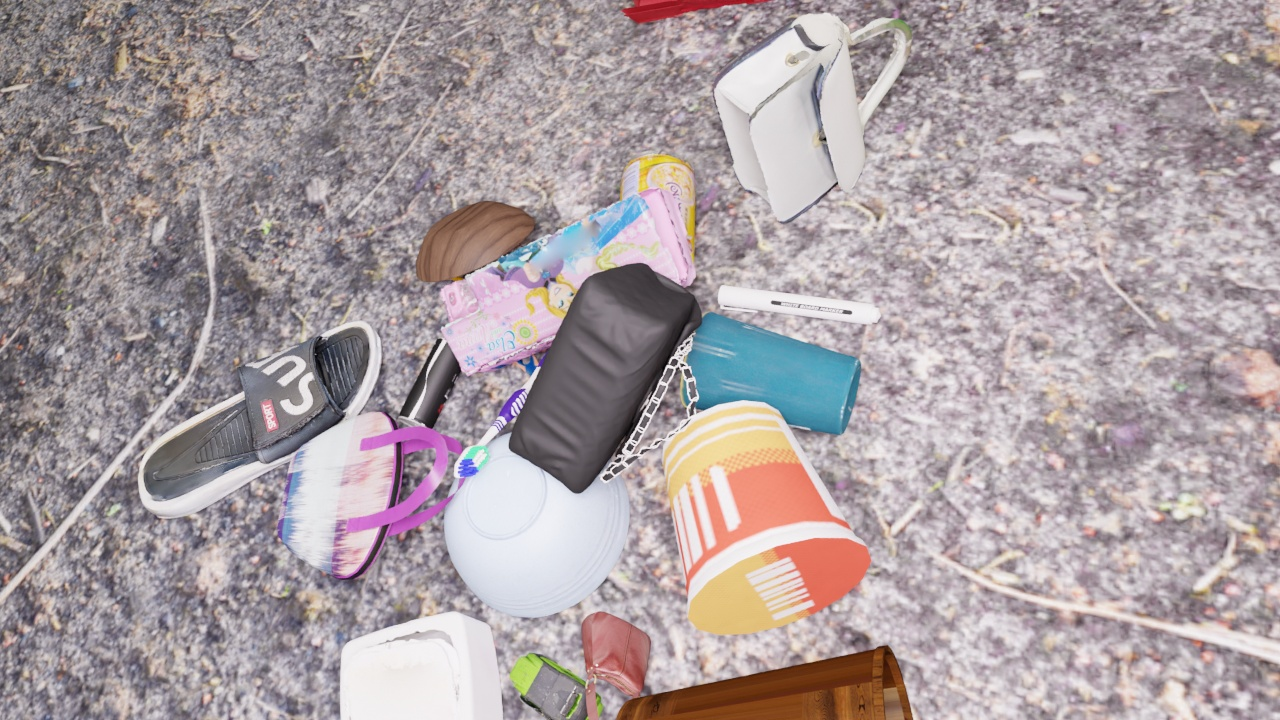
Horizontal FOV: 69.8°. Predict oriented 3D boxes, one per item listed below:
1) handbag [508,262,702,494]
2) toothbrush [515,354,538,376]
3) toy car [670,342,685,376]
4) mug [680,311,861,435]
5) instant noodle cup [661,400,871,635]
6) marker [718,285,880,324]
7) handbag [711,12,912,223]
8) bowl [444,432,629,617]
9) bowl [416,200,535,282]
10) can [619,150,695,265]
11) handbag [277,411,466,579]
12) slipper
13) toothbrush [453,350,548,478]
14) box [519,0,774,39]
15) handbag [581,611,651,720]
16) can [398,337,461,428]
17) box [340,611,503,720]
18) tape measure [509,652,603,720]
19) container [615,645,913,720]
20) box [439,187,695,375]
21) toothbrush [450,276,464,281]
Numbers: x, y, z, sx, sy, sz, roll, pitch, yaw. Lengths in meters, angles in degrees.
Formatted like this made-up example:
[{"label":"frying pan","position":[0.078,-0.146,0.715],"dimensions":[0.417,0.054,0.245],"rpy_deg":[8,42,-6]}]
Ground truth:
[{"label":"handbag","position":[-0.005,0.015,0.663],"dimensions":[0.115,0.124,0.154],"rpy_deg":[29,117,10]},{"label":"toothbrush","position":[-0.096,0.003,0.798],"dimensions":[0.021,0.017,0.135],"rpy_deg":[-43,59,4]},{"label":"toy car","position":[-0.005,0.004,0.760],"dimensions":[0.108,0.027,0.060],"rpy_deg":[-36,64,17]},{"label":"mug","position":[0.100,0.014,0.695],"dimensions":[0.121,0.078,0.078],"rpy_deg":[15,69,20]},{"label":"instant noodle cup","position":[0.076,0.104,0.634],"dimensions":[0.123,0.123,0.121],"rpy_deg":[-24,51,6]},{"label":"marker","position":[0.127,-0.044,0.746],"dimensions":[0.134,0.017,0.020],"rpy_deg":[9,104,23]},{"label":"handbag","position":[0.156,-0.209,0.741],"dimensions":[0.176,0.151,0.074],"rpy_deg":[-38,58,-3]},{"label":"bowl","position":[-0.090,0.114,0.706],"dimensions":[0.151,0.075,0.150],"rpy_deg":[-8,61,15]},{"label":"bowl","position":[-0.157,-0.116,0.838],"dimensions":[0.119,0.032,0.119],"rpy_deg":[-19,28,10]},{"label":"can","position":[0.014,-0.120,0.793],"dimensions":[0.068,0.068,0.104],"rpy_deg":[-6,62,16]},{"label":"handbag","position":[-0.205,0.098,0.726],"dimensions":[0.170,0.068,0.144],"rpy_deg":[-19,57,34]},{"label":"slipper","position":[-0.356,0.049,0.840],"dimensions":[0.264,0.063,0.111],"rpy_deg":[-31,58,5]},{"label":"toothbrush","position":[-0.097,0.033,0.735],"dimensions":[0.016,0.015,0.186],"rpy_deg":[-8,30,31]},{"label":"box","position":[0.061,-0.353,0.820],"dimensions":[0.213,0.128,0.423],"rpy_deg":[-2,33,17]},{"label":"handbag","position":[-0.018,0.227,0.610],"dimensions":[0.029,0.055,0.119],"rpy_deg":[-45,24,27]},{"label":"can","position":[-0.182,0.022,0.810],"dimensions":[0.031,0.031,0.080],"rpy_deg":[14,69,25]},{"label":"box","position":[-0.169,0.237,0.656],"dimensions":[0.108,0.102,0.102],"rpy_deg":[-19,58,12]},{"label":"tape measure","position":[-0.061,0.234,0.643],"dimensions":[0.066,0.058,0.035],"rpy_deg":[18,72,39]},{"label":"container","position":[0.077,0.250,0.554],"dimensions":[0.167,0.132,0.132],"rpy_deg":[-13,60,19]},{"label":"box","position":[-0.071,-0.061,0.746],"dimensions":[0.231,0.063,0.084],"rpy_deg":[-21,79,27]},{"label":"toothbrush","position":[-0.133,-0.061,0.838],"dimensions":[0.197,0.031,0.031],"rpy_deg":[22,77,30]}]
